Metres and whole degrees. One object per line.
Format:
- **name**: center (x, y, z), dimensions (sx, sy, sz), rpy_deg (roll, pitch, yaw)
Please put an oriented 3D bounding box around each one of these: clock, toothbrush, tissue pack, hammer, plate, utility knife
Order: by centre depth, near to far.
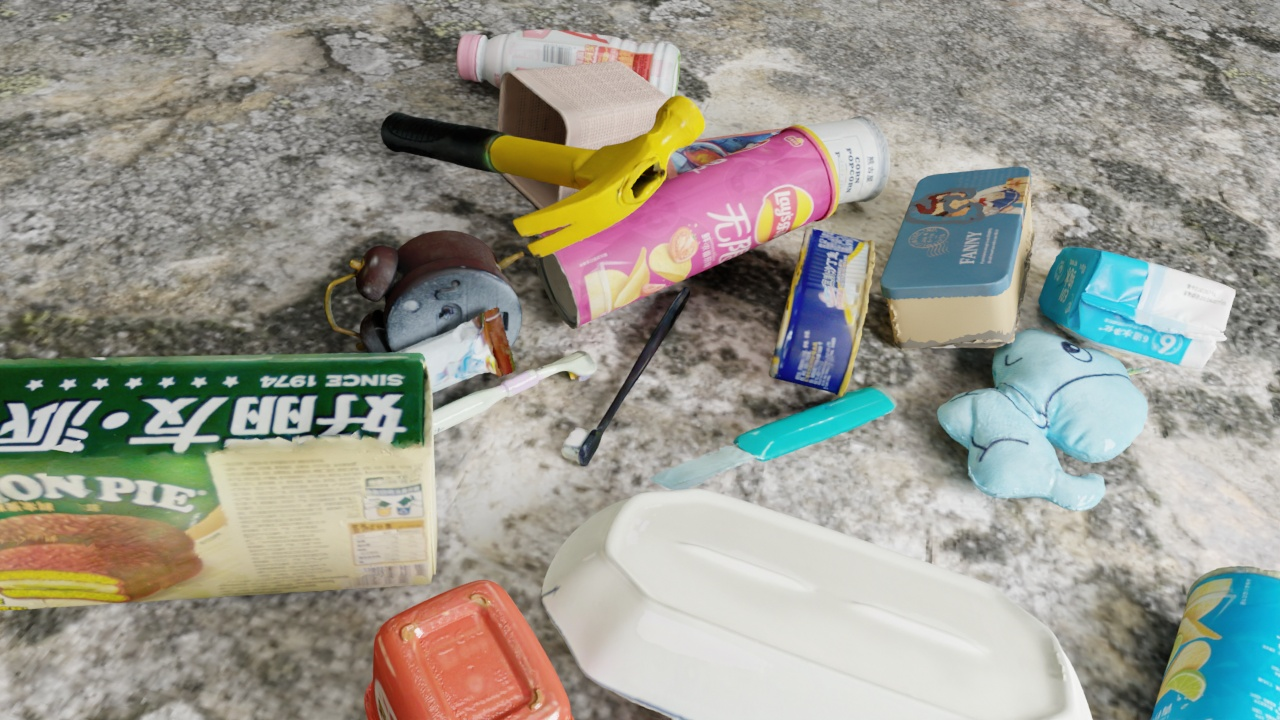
- **plate**: center (0.087, 0.122, 0.434), dimensions (0.266, 0.034, 0.161), rpy_deg (18, 23, 11)
- **toothbrush**: center (-0.109, 0.034, 0.544), dimensions (0.189, 0.020, 0.029), rpy_deg (-24, 23, -29)
- **utility knife**: center (0.088, 0.044, 0.545), dimensions (0.215, 0.013, 0.029), rpy_deg (-14, 40, -40)
- **clock**: center (-0.131, -0.035, 0.565), dimensions (0.121, 0.082, 0.055), rpy_deg (-6, 41, -17)
- **toothbrush**: center (-0.004, 0.003, 0.596), dimensions (0.018, 0.016, 0.180), rpy_deg (16, 44, 19)
- **tissue pack**: center (0.336, -0.038, 0.637), dimensions (0.090, 0.063, 0.139), rpy_deg (18, 13, 10)
- **hammer**: center (-0.098, -0.145, 0.645), dimensions (0.301, 0.033, 0.128), rpy_deg (22, 63, 43)

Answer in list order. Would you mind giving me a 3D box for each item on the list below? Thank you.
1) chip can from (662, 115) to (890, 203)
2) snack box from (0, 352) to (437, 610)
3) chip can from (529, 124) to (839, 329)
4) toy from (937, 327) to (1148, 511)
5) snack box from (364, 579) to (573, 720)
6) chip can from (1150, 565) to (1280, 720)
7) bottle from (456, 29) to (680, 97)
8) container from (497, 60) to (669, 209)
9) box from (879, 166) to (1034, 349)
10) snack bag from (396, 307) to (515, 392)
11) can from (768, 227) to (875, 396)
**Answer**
- **chip can**: center (0.089, -0.147, 0.729), dimensions (0.214, 0.071, 0.071), rpy_deg (-12, 48, -21)
- **snack box**: center (-0.218, 0.058, 0.429), dimensions (0.240, 0.115, 0.063), rpy_deg (-1, 45, -10)
- **chip can**: center (0.033, -0.094, 0.634), dimensions (0.210, 0.071, 0.071), rpy_deg (-25, 53, -17)
- **toy**: center (0.264, 0.031, 0.588), dimensions (0.156, 0.050, 0.161), rpy_deg (-4, 40, -10)
- **snack box**: center (-0.070, 0.147, 0.388), dimensions (0.081, 0.080, 0.091), rpy_deg (-19, 50, -28)
- **chip can**: center (0.263, 0.186, 0.413), dimensions (0.071, 0.071, 0.209), rpy_deg (31, 47, 21)
- **bottle**: center (-0.065, -0.261, 0.827), dimensions (0.197, 0.068, 0.068), rpy_deg (9, 43, 5)
- **container**: center (-0.043, -0.181, 0.731), dimensions (0.110, 0.090, 0.090), rpy_deg (-22, 52, -34)
- **box**: center (0.233, -0.074, 0.667), dimensions (0.090, 0.061, 0.183), rpy_deg (-2, 34, 28)
- **snack bag**: center (-0.127, 0.005, 0.539), dimensions (0.104, 0.048, 0.026), rpy_deg (-18, 26, -10)
- **can**: center (0.122, -0.036, 0.614), dimensions (0.049, 0.075, 0.147), rpy_deg (14, 37, 8)
